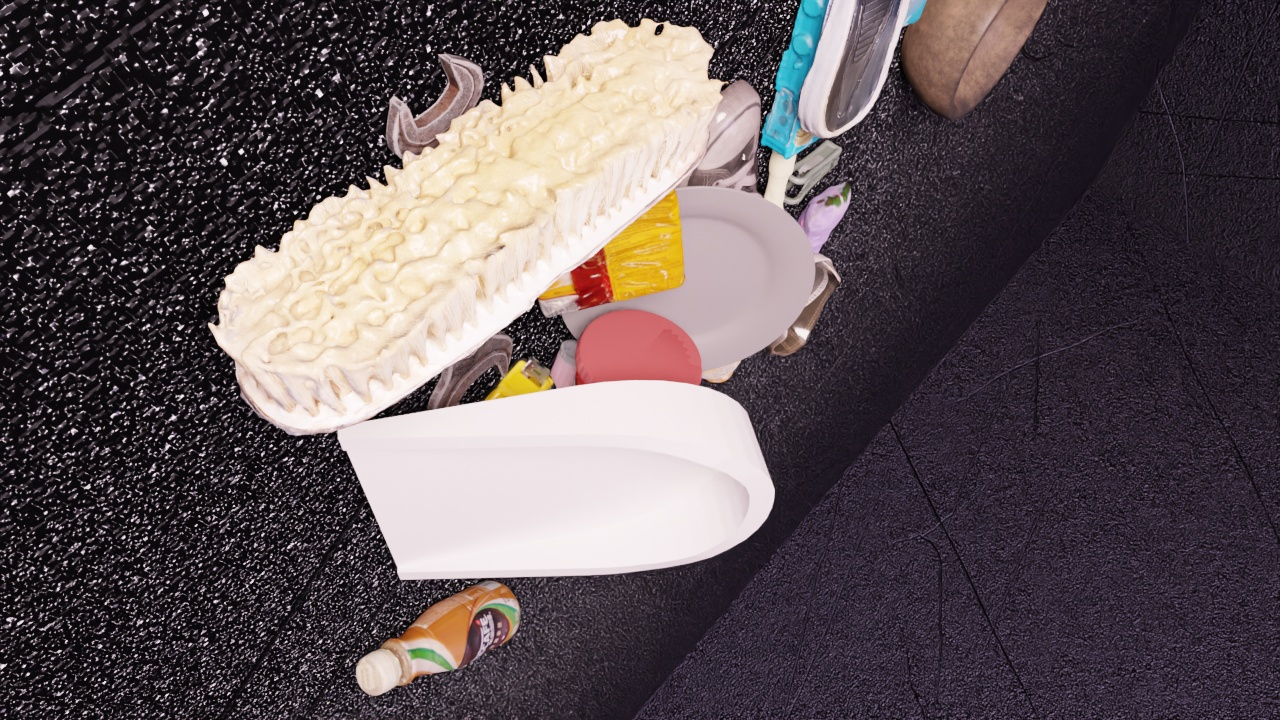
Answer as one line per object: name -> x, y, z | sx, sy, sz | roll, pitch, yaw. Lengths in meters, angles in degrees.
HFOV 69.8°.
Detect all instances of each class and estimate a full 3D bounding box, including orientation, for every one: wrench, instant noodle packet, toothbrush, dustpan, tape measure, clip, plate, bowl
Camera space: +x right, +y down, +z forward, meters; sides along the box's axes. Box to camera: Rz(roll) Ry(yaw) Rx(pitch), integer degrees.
wrench -> -0.102, -0.050, 0.512 | 0.069, 0.010, 0.274 | -40, 157, -28
instant noodle packet -> -0.025, -0.072, 0.545 | 0.098, 0.039, 0.135 | -9, 155, 2
toothbrush -> -0.088, 0.076, 0.738 | 0.027, 0.026, 0.223 | 8, 126, -27
dustpan -> -0.044, 0.095, 0.604 | 0.257, 0.053, 0.192 | -9, 144, -9
tape measure -> -0.089, 0.040, 0.651 | 0.072, 0.042, 0.071 | -50, 168, -16
clip -> 0.154, -0.173, 0.835 | 0.074, 0.023, 0.037 | -42, 157, -30
plate -> 0.032, -0.053, 0.639 | 0.178, 0.012, 0.179 | -4, 139, -3
bowl -> 0.305, -0.310, 0.847 | 0.162, 0.070, 0.162 | -43, 158, -22

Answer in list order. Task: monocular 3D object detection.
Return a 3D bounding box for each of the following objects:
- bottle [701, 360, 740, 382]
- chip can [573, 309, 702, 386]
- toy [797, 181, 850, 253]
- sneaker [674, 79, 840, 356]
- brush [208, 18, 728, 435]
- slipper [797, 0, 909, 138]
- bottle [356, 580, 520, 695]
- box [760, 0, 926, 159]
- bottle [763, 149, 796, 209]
bottle -> 0.067, -0.012, 0.861 | 0.063, 0.063, 0.109 | -49, 158, -7
chip can -> -0.022, 0.064, 0.690 | 0.086, 0.087, 0.214 | -36, 157, -36
toy -> 0.179, -0.138, 0.930 | 0.080, 0.036, 0.100 | -45, 167, -44
sneaker -> 0.085, -0.096, 0.676 | 0.095, 0.120, 0.235 | -42, 156, -24
brush -> -0.065, -0.069, 0.420 | 0.270, 0.083, 0.057 | -41, 157, -25
slipper -> 0.173, -0.249, 0.589 | 0.111, 0.063, 0.264 | -36, 157, -31
bottle -> -0.173, 0.240, 0.790 | 0.166, 0.059, 0.059 | -10, 135, -60
box -> 0.175, -0.279, 0.681 | 0.181, 0.039, 0.227 | -37, 155, -30
bottle -> 0.111, -0.110, 0.818 | 0.045, 0.045, 0.185 | -36, 149, -35
